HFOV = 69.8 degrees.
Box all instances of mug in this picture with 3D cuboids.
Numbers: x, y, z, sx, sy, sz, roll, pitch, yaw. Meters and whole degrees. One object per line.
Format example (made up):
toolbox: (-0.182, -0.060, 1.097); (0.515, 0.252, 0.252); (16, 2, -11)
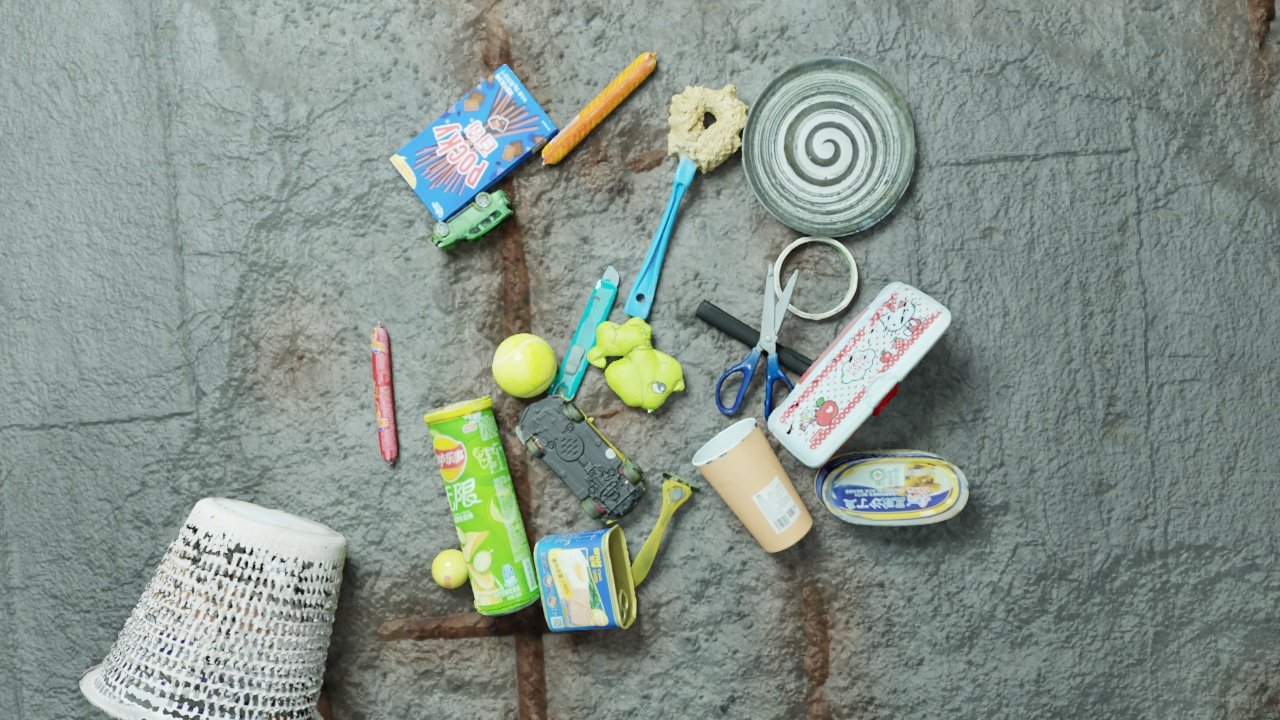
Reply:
mug: (0.119, 0.130, 0.934); (0.078, 0.078, 0.123); (-35, 96, 3)

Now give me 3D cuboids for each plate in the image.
plate: (0.190, -0.214, 0.930); (0.179, 0.024, 0.179); (0, 95, -4)

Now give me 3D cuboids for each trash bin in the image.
trash bin: (-0.392, 0.246, 0.901); (0.227, 0.227, 0.192); (17, 81, 1)

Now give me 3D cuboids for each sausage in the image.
sausage: (-0.042, -0.259, 0.943); (0.165, 0.021, 0.021); (-43, 91, 4)
sausage: (-0.271, 0.035, 0.969); (0.020, 0.020, 0.156); (-4, 93, 2)

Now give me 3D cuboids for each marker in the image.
marker: (0.117, -0.023, 0.950); (0.132, 0.022, 0.020); (30, 54, 0)

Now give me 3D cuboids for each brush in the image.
brush: (0.038, -0.164, 0.941); (0.083, 0.046, 0.255); (20, 97, -3)

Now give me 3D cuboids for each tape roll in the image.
tape roll: (0.180, -0.086, 0.948); (0.086, 0.014, 0.086); (0, 93, 2)

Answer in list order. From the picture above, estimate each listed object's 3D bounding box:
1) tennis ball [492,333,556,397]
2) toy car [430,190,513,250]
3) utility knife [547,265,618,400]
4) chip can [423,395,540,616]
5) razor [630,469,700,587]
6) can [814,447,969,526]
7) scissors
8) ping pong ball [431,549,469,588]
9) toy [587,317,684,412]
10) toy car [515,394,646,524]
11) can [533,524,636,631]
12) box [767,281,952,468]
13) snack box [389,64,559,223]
tennis ball: (-0.119, 0.005, 0.938); (0.065, 0.065, 0.065); (0, 93, 2)
toy car: (-0.173, -0.142, 0.943); (0.091, 0.043, 0.036); (-31, 92, 4)
utility knife: (-0.060, -0.022, 0.961); (0.029, 0.013, 0.164); (23, 94, -1)
chip can: (-0.160, 0.150, 0.944); (0.072, 0.072, 0.221); (-15, 92, 3)
razor: (0.017, 0.182, 0.964); (0.043, 0.028, 0.132); (25, 95, -3)
can: (0.256, 0.130, 0.940); (0.148, 0.049, 0.074); (-1, 93, 2)
scissors: (0.136, -0.010, 0.933); (0.141, 0.012, 0.171); (40, 109, -9)
ping pong ball: (-0.199, 0.219, 0.965); (0.040, 0.040, 0.040); (0, 93, 2)
toy: (-0.006, 0.006, 0.951); (0.097, 0.031, 0.100); (-8, 94, 5)
toy car: (-0.060, 0.100, 0.953); (0.071, 0.041, 0.156); (-44, 92, 3)
can: (-0.057, 0.226, 0.946); (0.083, 0.057, 0.102); (-9, 92, 17)
box: (0.221, 0.021, 0.901); (0.095, 0.098, 0.201); (40, 94, -18)
snack box: (-0.171, -0.221, 0.947); (0.157, 0.026, 0.084); (-38, 92, 3)
